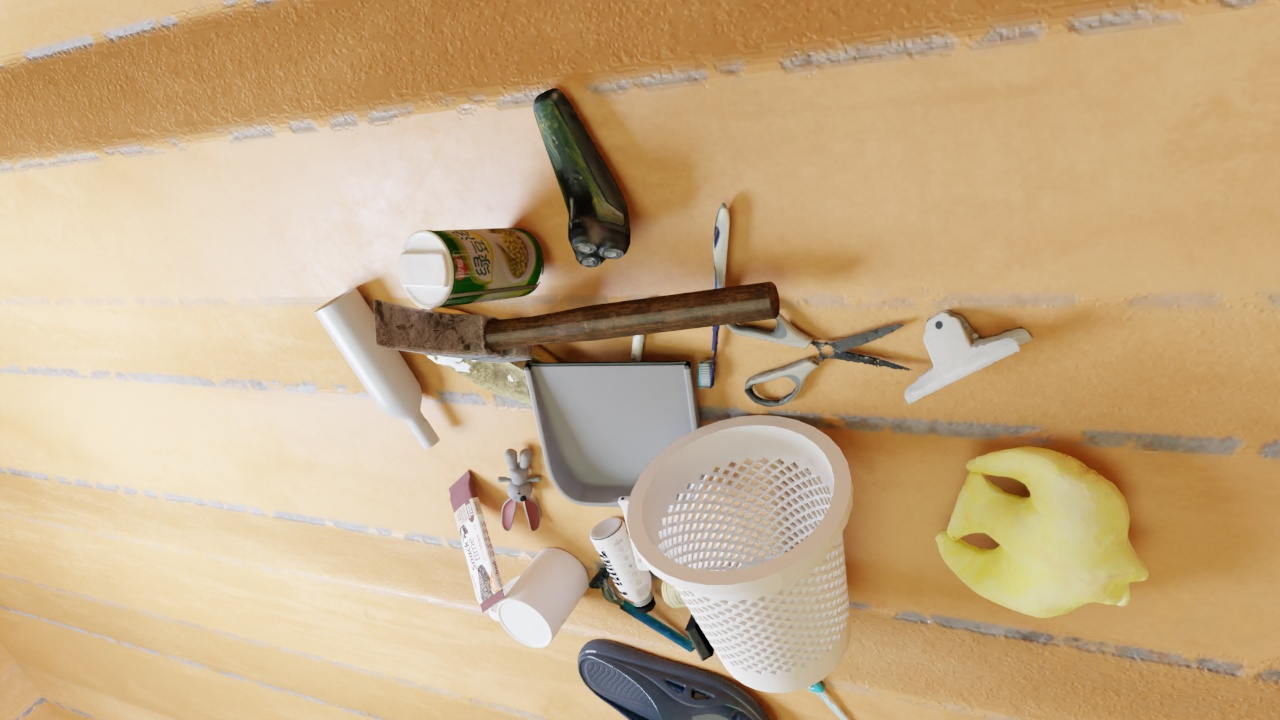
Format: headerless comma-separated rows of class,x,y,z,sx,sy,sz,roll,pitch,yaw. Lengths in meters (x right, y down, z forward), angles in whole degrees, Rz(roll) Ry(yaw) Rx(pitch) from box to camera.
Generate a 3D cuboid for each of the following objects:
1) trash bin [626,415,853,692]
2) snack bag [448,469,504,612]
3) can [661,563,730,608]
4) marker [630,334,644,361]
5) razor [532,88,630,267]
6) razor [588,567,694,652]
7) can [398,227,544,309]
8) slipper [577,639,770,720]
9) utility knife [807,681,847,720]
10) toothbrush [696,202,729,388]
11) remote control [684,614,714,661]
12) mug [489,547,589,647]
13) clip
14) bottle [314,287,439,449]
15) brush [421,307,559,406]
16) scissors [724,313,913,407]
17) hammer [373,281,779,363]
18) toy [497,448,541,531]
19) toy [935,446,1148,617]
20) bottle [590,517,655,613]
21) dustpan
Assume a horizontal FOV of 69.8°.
trash bin,0.110,0.190,0.841,0.196,0.194,0.200,2,131,29
snack bag,-0.195,0.212,1.078,0.057,0.013,0.157,-41,61,43
can,0.064,0.244,0.988,0.080,0.038,0.038,-21,108,38
marker,-0.005,0.005,0.886,0.011,0.011,0.152,21,129,16
razor,-0.054,-0.153,0.773,0.054,0.067,0.151,-15,104,32
razor,0.003,0.296,1.070,0.144,0.022,0.042,35,132,4
can,-0.151,-0.085,0.825,0.067,0.120,0.067,8,103,35
slipper,0.031,0.420,1.099,0.268,0.083,0.111,16,125,22
utility knife,0.189,0.352,1.007,0.179,0.015,0.022,47,130,-9
toothbrush,0.063,-0.051,0.802,0.017,0.016,0.189,-2,125,-7
remote control,0.064,0.279,0.951,0.013,0.150,0.034,-30,81,3
mug,-0.128,0.280,1.088,0.111,0.090,0.074,-10,115,34
clip,0.248,-0.006,0.720,0.052,0.057,0.102,33,135,-26
bottle,-0.286,0.015,1.025,0.053,0.052,0.195,-17,111,37
brush,-0.154,-0.003,0.943,0.195,0.043,0.059,25,130,11
scissors,0.141,-0.008,0.790,0.166,0.012,0.158,38,134,3
hammer,-0.042,-0.037,0.759,0.301,0.217,0.037,-6,84,19
toy,-0.137,0.146,1.043,0.049,0.030,0.112,0,122,-4
toy,0.330,0.149,0.755,0.155,0.064,0.171,25,130,21
bottle,-0.015,0.232,1.024,0.041,0.041,0.116,-11,115,35
dustpan,-0.014,0.114,0.926,0.163,0.033,0.258,0,127,16
